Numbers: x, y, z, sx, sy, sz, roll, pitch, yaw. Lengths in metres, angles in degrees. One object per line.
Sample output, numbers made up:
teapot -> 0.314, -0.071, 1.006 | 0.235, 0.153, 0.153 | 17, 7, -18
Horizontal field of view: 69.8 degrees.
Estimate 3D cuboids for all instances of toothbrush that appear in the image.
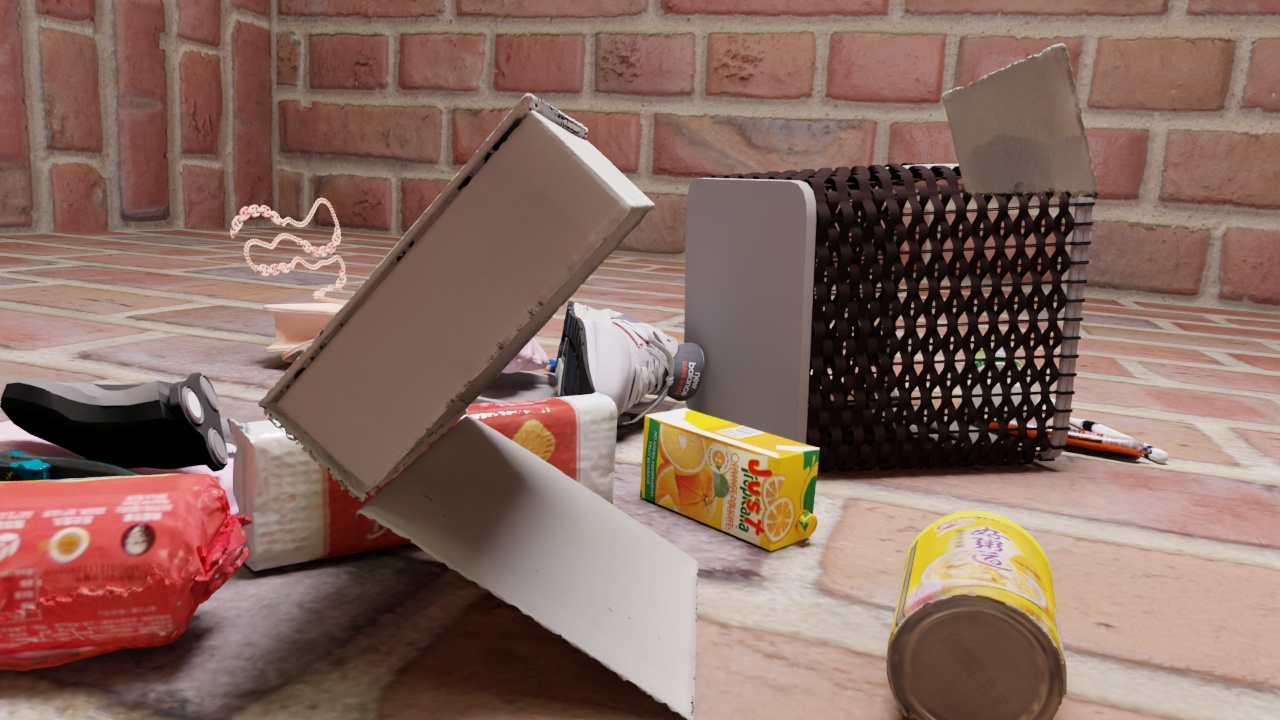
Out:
toothbrush -> 0.441, 0.064, 0.885 | 0.012, 0.017, 0.186 | -11, 13, -6
toothbrush -> -0.088, 0.008, 0.948 | 0.021, 0.017, 0.135 | 13, -1, -11

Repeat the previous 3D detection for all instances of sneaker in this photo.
sneaker -> -0.005, 0.005, 0.799 | 0.124, 0.089, 0.239 | 9, 17, -12

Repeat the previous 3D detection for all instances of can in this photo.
can -> 0.145, 0.112, 0.397 | 0.068, 0.068, 0.104 | 7, 12, 19
can -> 0.355, 0.027, 0.917 | 0.067, 0.067, 0.120 | 7, 11, 17

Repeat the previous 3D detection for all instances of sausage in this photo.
sausage -> 0.375, 0.069, 0.830 | 0.155, 0.020, 0.020 | 10, 13, 30

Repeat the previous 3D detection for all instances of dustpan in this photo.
dustpan -> -0.154, 0.028, 0.837 | 0.257, 0.033, 0.163 | -1, 11, -22

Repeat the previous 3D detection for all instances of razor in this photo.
razor -> -0.302, 0.032, 0.516 | 0.156, 0.057, 0.060 | -1, 38, 15

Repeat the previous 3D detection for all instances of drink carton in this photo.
drink carton -> 0.057, 0.074, 0.592 | 0.041, 0.058, 0.123 | -7, 15, -43

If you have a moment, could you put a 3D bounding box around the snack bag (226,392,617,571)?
snack bag -> -0.116, 0.064, 0.536 | 0.224, 0.077, 0.041 | -4, 10, -35

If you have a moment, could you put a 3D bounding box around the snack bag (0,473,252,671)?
snack bag -> -0.259, 0.089, 0.381 | 0.176, 0.082, 0.082 | -1, 12, -19

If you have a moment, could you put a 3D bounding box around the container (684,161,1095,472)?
container -> 0.193, -0.047, 0.798 | 0.243, 0.246, 0.247 | -4, 13, -20

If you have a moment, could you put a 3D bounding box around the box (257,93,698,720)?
box -> -0.051, 0.112, 0.447 | 0.165, 0.446, 0.167 | -6, 10, 6

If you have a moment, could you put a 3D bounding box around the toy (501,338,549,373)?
toy -> -0.131, -0.014, 0.901 | 0.099, 0.053, 0.095 | 30, 5, 42

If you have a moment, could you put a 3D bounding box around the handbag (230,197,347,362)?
handbag -> -0.325, -0.090, 0.990 | 0.117, 0.187, 0.198 | -1, 5, 13

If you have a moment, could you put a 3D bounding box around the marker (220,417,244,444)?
marker -> -0.261, 0.052, 0.611 | 0.139, 0.016, 0.022 | 11, -28, 7

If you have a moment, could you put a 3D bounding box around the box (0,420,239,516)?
box -> -0.305, 0.064, 0.580 | 0.201, 0.041, 0.153 | 9, 11, 24

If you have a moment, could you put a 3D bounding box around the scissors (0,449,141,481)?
scissors -> -0.335, 0.063, 0.466 | 0.148, 0.019, 0.118 | 3, 8, 10
